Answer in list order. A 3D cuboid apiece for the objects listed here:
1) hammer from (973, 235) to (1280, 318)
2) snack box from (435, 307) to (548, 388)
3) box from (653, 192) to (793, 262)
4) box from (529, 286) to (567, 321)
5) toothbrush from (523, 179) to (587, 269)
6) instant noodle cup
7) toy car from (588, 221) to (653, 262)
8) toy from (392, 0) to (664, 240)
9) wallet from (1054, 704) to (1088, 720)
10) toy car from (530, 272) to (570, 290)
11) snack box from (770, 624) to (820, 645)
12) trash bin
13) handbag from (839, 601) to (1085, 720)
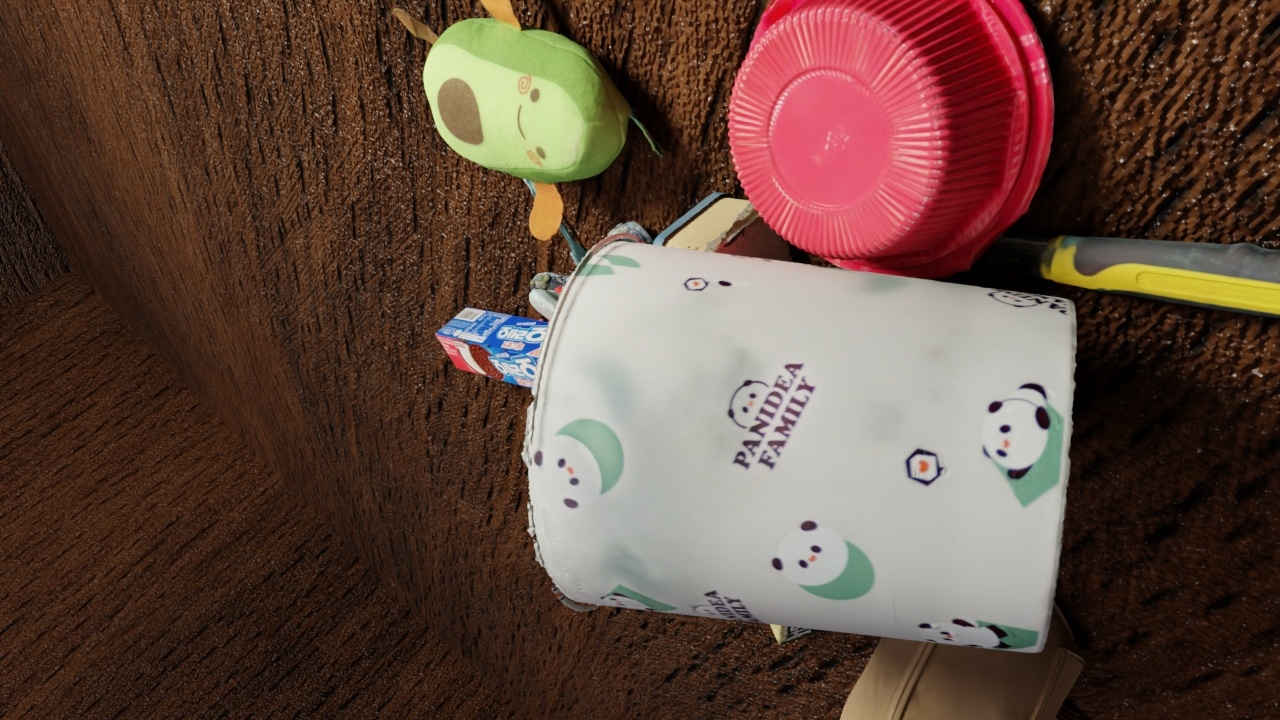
[{"bbox_3d":[0.247,-0.052,0.501,0.324,0.031,0.126,15,137,43],"label":"hammer"},{"bbox_3d":[-0.145,-0.014,1.025,0.208,0.057,0.058,11,137,45],"label":"snack box"},{"bbox_3d":[0.073,-0.039,0.685,0.060,0.089,0.184,15,135,45],"label":"box"},{"bbox_3d":[-0.005,0.005,0.787,0.201,0.038,0.158,38,179,1],"label":"box"},{"bbox_3d":[-0.097,-0.157,0.838,0.191,0.016,0.018,56,160,-15],"label":"toothbrush"},{"bbox_3d":[0.118,-0.127,0.503,0.194,0.065,0.194,23,127,34],"label":"instant noodle cup"},{"bbox_3d":[-0.016,-0.089,0.794,0.043,0.034,0.091,51,148,0],"label":"toy car"},{"bbox_3d":[-0.100,-0.200,0.716,0.247,0.089,0.227,20,137,38],"label":"toy"},{"bbox_3d":[0.309,0.304,0.803,0.124,0.032,0.101,27,146,-6],"label":"wallet"},{"bbox_3d":[-0.059,-0.059,0.883,0.106,0.031,0.049,13,137,30],"label":"toy car"},{"bbox_3d":[0.118,0.142,0.737,0.240,0.063,0.114,78,172,-60],"label":"snack box"},{"bbox_3d":[0.099,0.048,0.521,0.252,0.228,0.230,5,134,21],"label":"trash bin"},{"bbox_3d":[0.241,0.251,0.698,0.148,0.204,0.100,40,163,-12],"label":"handbag"}]
